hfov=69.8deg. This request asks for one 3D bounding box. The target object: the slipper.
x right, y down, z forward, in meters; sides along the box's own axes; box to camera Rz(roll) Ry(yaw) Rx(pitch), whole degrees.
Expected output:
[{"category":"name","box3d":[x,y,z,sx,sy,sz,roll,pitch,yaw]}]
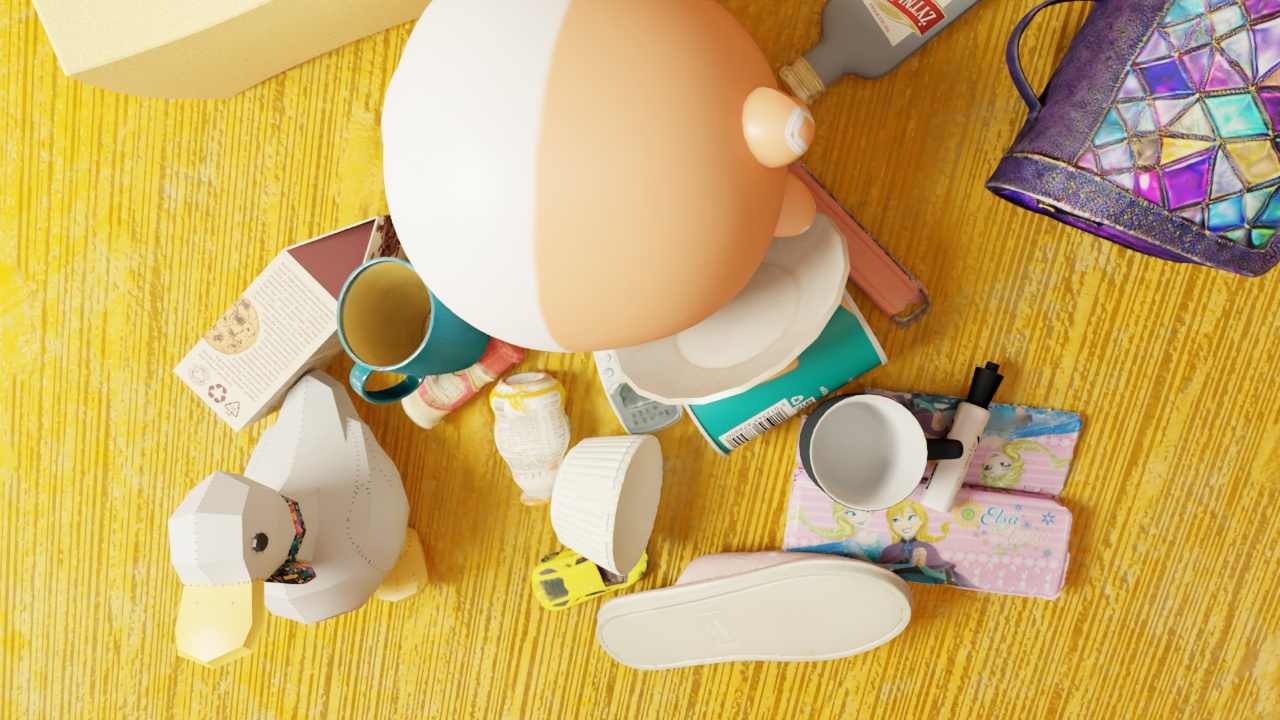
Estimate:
[{"category":"slipper","box3d":[0.090,0.208,0.777,0.275,0.054,0.114,-13,120,21]}]

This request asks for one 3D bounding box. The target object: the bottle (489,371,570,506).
[{"category":"bottle","box3d":[-0.090,0.066,0.768,0.063,0.063,0.108,-4,103,6]}]

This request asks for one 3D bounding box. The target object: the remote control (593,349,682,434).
[{"category":"remote control","box3d":[-0.005,0.004,0.763,0.060,0.028,0.114,-17,100,9]}]

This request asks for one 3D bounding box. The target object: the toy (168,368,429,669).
[{"category":"toy","box3d":[-0.261,0.122,0.709,0.141,0.268,0.246,-5,63,6]}]

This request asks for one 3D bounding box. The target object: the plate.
[{"category":"plate","box3d":[0.067,-0.039,0.673,0.189,0.188,0.027,-32,130,11]}]

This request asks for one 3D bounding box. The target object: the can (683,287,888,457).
[{"category":"can","box3d":[0.103,-0.004,0.715,0.144,0.099,0.099,-32,97,11]}]

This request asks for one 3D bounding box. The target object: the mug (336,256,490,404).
[{"category":"mug","box3d":[-0.175,-0.016,0.705,0.084,0.104,0.112,37,97,19]}]

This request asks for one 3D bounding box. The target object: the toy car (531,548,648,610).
[{"category":"toy car","box3d":[-0.044,0.185,0.806,0.107,0.030,0.049,-23,98,8]}]

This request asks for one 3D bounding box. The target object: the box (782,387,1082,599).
[{"category":"box","box3d":[0.242,0.106,0.763,0.230,0.035,0.159,7,98,4]}]

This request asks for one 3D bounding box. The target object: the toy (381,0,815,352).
[{"category":"toy","box3d":[-0.025,-0.136,0.612,0.281,0.263,0.265,8,78,13]}]

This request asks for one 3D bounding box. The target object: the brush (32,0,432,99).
[{"category":"brush","box3d":[-0.261,-0.265,0.643,0.250,0.194,0.075,-18,100,9]}]

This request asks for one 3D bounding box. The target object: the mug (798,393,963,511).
[{"category":"mug","box3d":[0.185,0.067,0.704,0.122,0.094,0.085,-1,89,4]}]

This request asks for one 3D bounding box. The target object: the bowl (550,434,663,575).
[{"category":"bowl","box3d":[-0.029,0.112,0.753,0.062,0.115,0.115,10,103,19]}]

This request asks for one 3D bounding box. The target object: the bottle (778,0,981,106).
[{"category":"bottle","box3d":[0.177,-0.253,0.681,0.161,0.046,0.072,-37,96,12]}]

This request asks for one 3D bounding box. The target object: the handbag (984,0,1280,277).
[{"category":"handbag","box3d":[0.362,-0.182,0.640,0.222,0.125,0.205,28,103,0]}]

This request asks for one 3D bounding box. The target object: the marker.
[{"category":"marker","box3d":[0.259,0.061,0.734,0.025,0.025,0.126,22,91,0]}]

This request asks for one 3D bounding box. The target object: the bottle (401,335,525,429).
[{"category":"bottle","box3d":[-0.149,0.013,0.772,0.109,0.044,0.044,-36,97,12]}]

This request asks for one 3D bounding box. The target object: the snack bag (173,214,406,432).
[{"category":"snack bag","box3d":[-0.263,-0.046,0.742,0.206,0.094,0.070,-43,95,12]}]

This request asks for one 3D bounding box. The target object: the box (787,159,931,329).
[{"category":"box","box3d":[0.156,-0.097,0.719,0.187,0.053,0.058,42,70,-6]}]
